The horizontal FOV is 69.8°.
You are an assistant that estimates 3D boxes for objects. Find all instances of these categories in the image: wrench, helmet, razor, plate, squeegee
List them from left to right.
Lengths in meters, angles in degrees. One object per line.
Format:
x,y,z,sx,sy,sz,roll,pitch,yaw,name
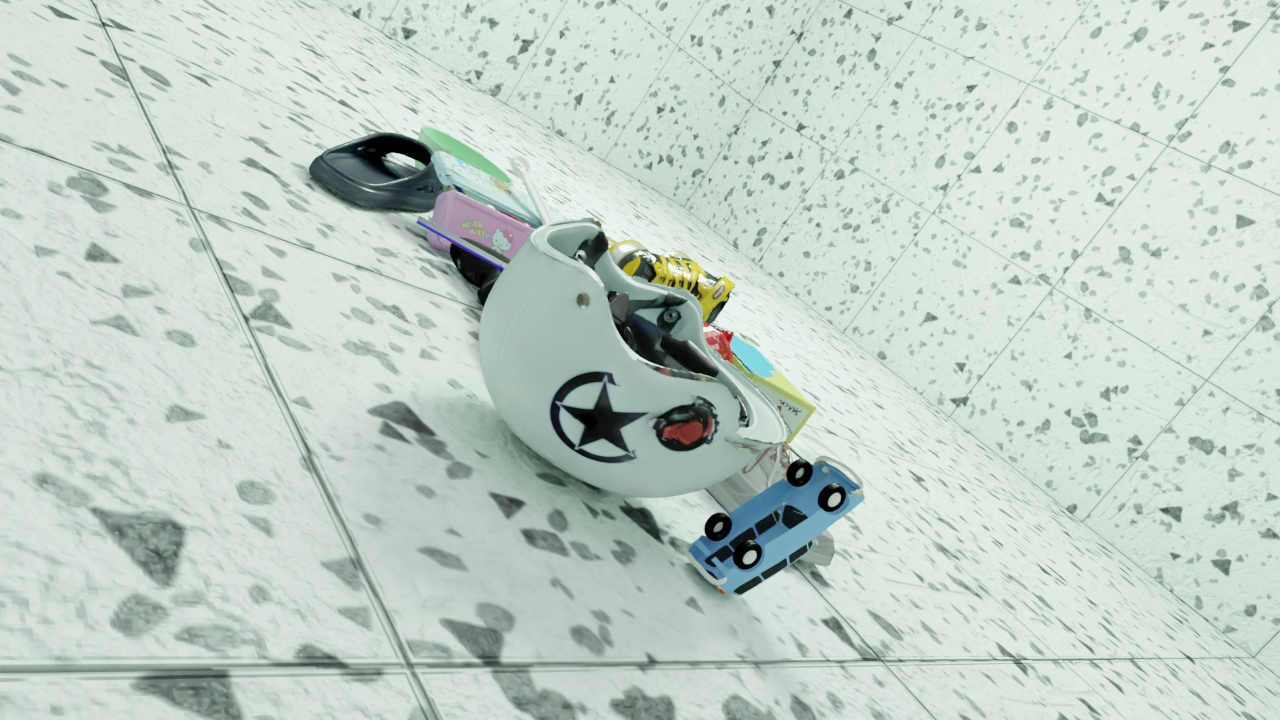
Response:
-0.176,-0.095,1.030,0.063,0.053,0.140,-24,45,-35,razor
-0.124,-0.036,0.909,0.249,0.055,0.184,29,23,-20,squeegee
-0.103,-0.144,1.177,0.047,0.009,0.273,-15,77,-56,wrench
-0.018,0.020,0.753,0.264,0.164,0.236,36,16,-20,helmet
0.261,0.135,1.331,0.157,0.014,0.156,33,13,-9,plate

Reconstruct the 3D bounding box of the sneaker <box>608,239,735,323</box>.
0.039,-0.095,1.234,0.122,0.086,0.238,37,22,24,sneaker

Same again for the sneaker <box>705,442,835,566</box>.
0.120,0.105,0.936,0.236,0.089,0.099,42,15,27,sneaker

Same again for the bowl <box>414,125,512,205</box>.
-0.269,-0.271,1.341,0.151,0.077,0.150,32,14,-9,bowl

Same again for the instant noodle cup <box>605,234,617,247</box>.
-0.060,-0.143,1.393,0.178,0.078,0.178,32,14,-9,instant noodle cup

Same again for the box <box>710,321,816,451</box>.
0.139,0.027,1.288,0.124,0.082,0.221,28,12,-29,box

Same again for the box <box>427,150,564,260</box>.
-0.172,-0.174,1.163,0.214,0.051,0.148,21,52,-43,box

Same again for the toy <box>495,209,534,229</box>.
-0.172,-0.180,1.287,0.105,0.067,0.137,52,6,-26,toy

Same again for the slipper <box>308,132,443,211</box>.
-0.315,-0.247,1.143,0.110,0.083,0.267,33,14,2,slipper

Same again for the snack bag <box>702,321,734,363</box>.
0.022,0.004,0.983,0.176,0.082,0.082,-14,46,-41,snack bag

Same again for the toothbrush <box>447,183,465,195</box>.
-0.248,-0.225,1.266,0.135,0.017,0.021,55,27,-9,toothbrush

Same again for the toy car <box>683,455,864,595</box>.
0.111,0.134,0.743,0.056,0.153,0.055,39,-25,53,toy car
